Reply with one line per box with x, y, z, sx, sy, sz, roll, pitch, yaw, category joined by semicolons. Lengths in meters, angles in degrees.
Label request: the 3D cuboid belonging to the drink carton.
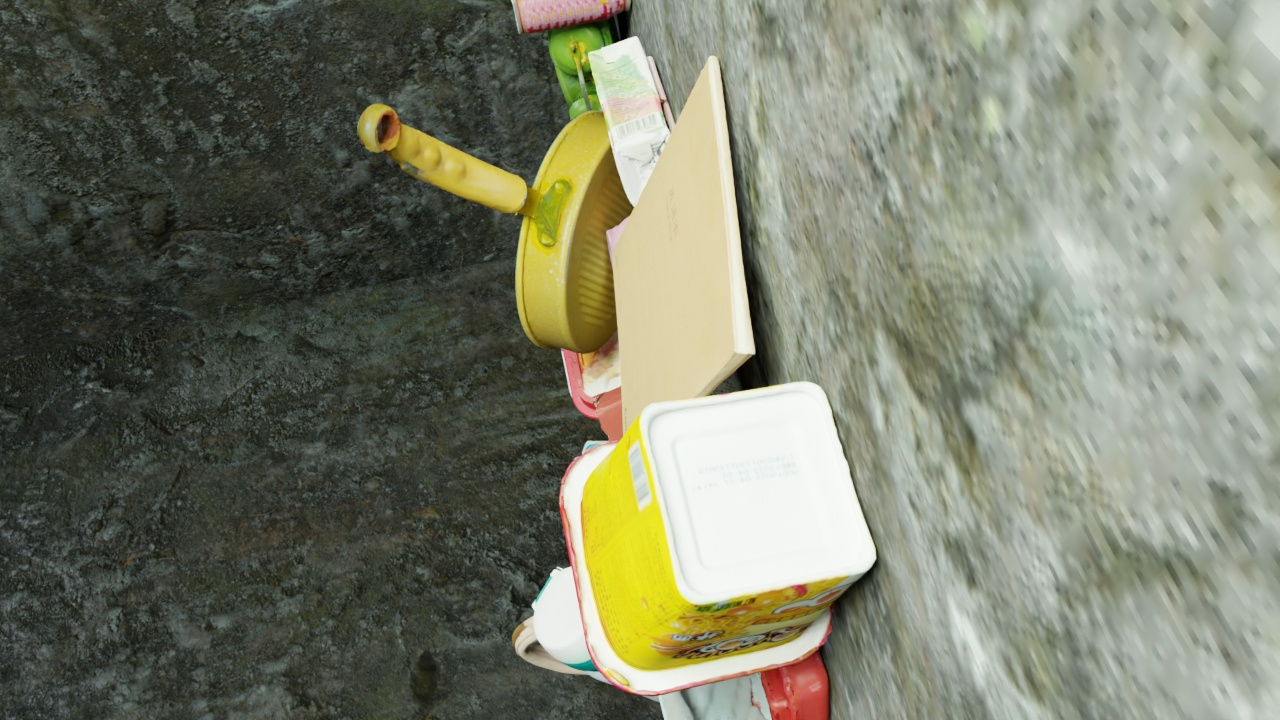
-0.002;-0.168;0.635;0.053;0.045;0.122;65;-171;-49;drink carton

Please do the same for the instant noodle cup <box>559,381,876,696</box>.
0.032;0.070;0.384;0.124;0.116;0.116;111;149;-63;instant noodle cup

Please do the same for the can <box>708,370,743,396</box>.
0.038;0.037;0.553;0.146;0.058;0.058;-105;4;-45;can

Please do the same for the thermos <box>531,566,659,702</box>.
0.015;0.199;0.625;0.224;0.073;0.073;40;-153;-44;thermos

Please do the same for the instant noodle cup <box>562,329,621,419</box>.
-0.005;0.005;0.898;0.124;0.117;0.116;54;-158;-67;instant noodle cup

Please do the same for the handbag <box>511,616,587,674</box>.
-0.021;0.285;0.986;0.194;0.234;0.093;82;174;-57;handbag

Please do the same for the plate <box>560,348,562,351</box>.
-0.048;-0.072;1.110;0.204;0.046;0.204;35;-136;-42;plate

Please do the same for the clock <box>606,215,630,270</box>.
0.013;-0.054;0.677;0.158;0.060;0.117;-132;30;-83;clock

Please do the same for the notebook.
0.014;-0.038;0.503;0.212;0.012;0.149;126;142;-66;notebook

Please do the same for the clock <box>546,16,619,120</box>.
-0.047;-0.274;0.832;0.116;0.056;0.161;70;-170;-48;clock

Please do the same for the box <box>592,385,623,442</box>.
0.016;0.096;0.699;0.091;0.077;0.168;-145;30;-86;box

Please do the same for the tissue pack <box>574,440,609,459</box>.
-0.002;0.125;0.979;0.090;0.140;0.063;-94;3;-65;tissue pack

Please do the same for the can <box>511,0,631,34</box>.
-0.059;-0.304;0.738;0.066;0.094;0.066;166;93;-88;can

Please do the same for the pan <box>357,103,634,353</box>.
-0.077;-0.112;0.678;0.357;0.078;0.197;16;-91;-73;pan

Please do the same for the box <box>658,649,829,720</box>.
0.040;0.141;0.561;0.201;0.098;0.095;-105;3;-47;box

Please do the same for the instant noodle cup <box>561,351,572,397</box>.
-0.036;-0.034;1.216;0.060;0.137;0.173;133;128;-61;instant noodle cup
